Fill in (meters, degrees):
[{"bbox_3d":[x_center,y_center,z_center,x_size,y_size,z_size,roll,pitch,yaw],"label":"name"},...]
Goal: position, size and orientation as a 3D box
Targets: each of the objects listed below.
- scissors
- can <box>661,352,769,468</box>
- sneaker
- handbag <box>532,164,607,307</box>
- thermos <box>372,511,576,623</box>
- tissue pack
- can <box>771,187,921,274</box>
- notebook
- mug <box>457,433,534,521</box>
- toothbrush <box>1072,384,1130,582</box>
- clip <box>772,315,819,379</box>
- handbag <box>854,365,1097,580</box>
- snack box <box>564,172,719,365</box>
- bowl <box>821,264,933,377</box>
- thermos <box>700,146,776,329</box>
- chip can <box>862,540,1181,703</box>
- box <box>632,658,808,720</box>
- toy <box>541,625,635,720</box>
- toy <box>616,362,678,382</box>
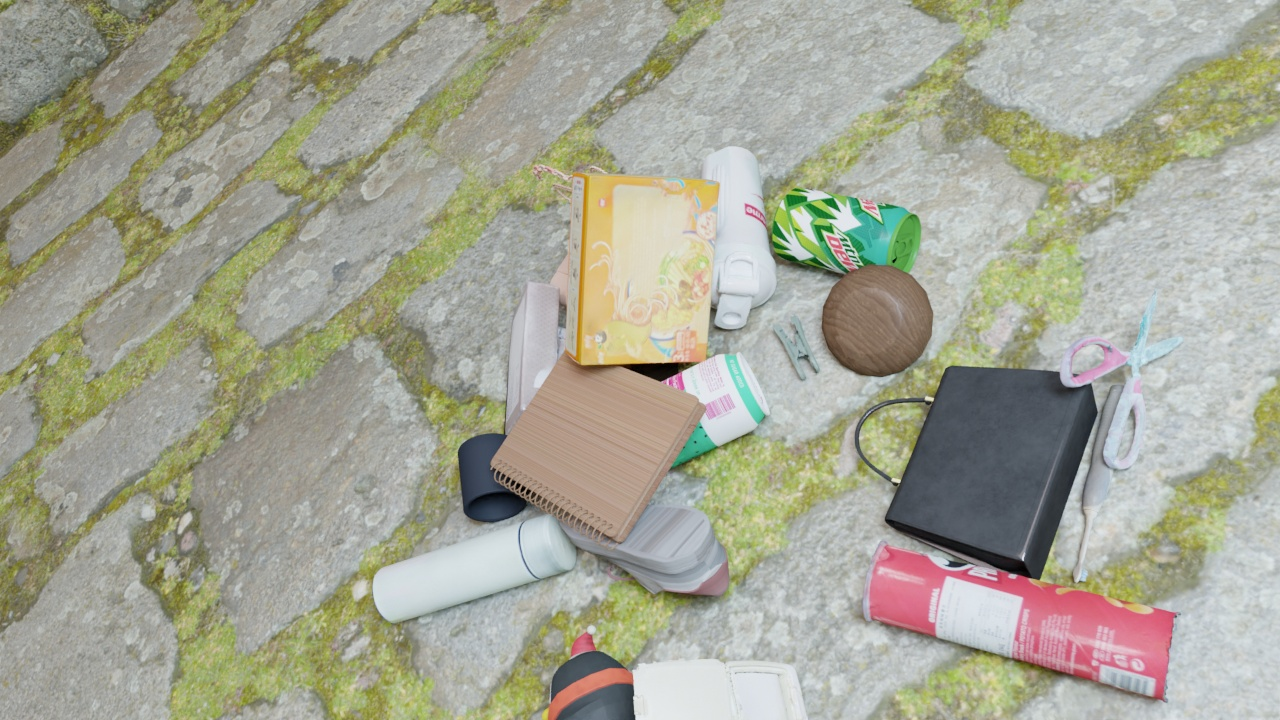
[{"bbox_3d":[0.431,0.020,0.806,0.172,0.158,0.014,-17,7,-30],"label":"scissors"},{"bbox_3d":[0.047,0.060,0.979,0.166,0.088,0.088,-26,53,12],"label":"can"},{"bbox_3d":[0.005,0.189,0.932,0.099,0.089,0.236,-38,23,-24],"label":"sneaker"},{"bbox_3d":[-0.074,-0.133,1.092,0.199,0.187,0.116,25,75,49],"label":"handbag"},{"bbox_3d":[-0.184,0.230,1.014,0.230,0.068,0.067,-21,54,15],"label":"thermos"},{"bbox_3d":[-0.121,0.002,1.105,0.104,0.071,0.181,127,152,-53],"label":"tissue pack"},{"bbox_3d":[0.224,-0.138,1.007,0.144,0.083,0.083,19,72,35],"label":"can"},{"bbox_3d":[-0.053,0.083,0.946,0.211,0.022,0.169,21,73,45],"label":"notebook"},{"bbox_3d":[-0.156,0.132,1.062,0.105,0.071,0.077,-11,54,-5],"label":"mug"},{"bbox_3d":[0.402,0.106,0.804,0.022,0.024,0.185,-24,40,65],"label":"toothbrush"},{"bbox_3d":[0.171,-0.013,0.999,0.047,0.023,0.076,-29,50,12],"label":"clip"},{"bbox_3d":[0.290,0.087,0.852,0.196,0.072,0.175,14,69,38],"label":"handbag"},{"bbox_3d":[-0.002,-0.098,0.977,0.080,0.145,0.195,-146,57,-65],"label":"snack box"},{"bbox_3d":[0.237,-0.041,0.940,0.118,0.030,0.118,2,94,31],"label":"bowl"},{"bbox_3d":[0.106,-0.152,1.073,0.099,0.099,0.220,-14,52,20],"label":"thermos"},{"bbox_3d":[0.309,0.211,0.759,0.233,0.073,0.073,8,66,31],"label":"chip can"},{"bbox_3d":[0.091,0.302,0.726,0.101,0.194,0.143,-38,50,38],"label":"box"},{"bbox_3d":[-0.044,0.325,0.866,0.099,0.098,0.119,-24,43,-8],"label":"toy"},{"bbox_3d":[-0.006,0.006,1.059,0.100,0.062,0.076,-18,90,0],"label":"toy"}]
